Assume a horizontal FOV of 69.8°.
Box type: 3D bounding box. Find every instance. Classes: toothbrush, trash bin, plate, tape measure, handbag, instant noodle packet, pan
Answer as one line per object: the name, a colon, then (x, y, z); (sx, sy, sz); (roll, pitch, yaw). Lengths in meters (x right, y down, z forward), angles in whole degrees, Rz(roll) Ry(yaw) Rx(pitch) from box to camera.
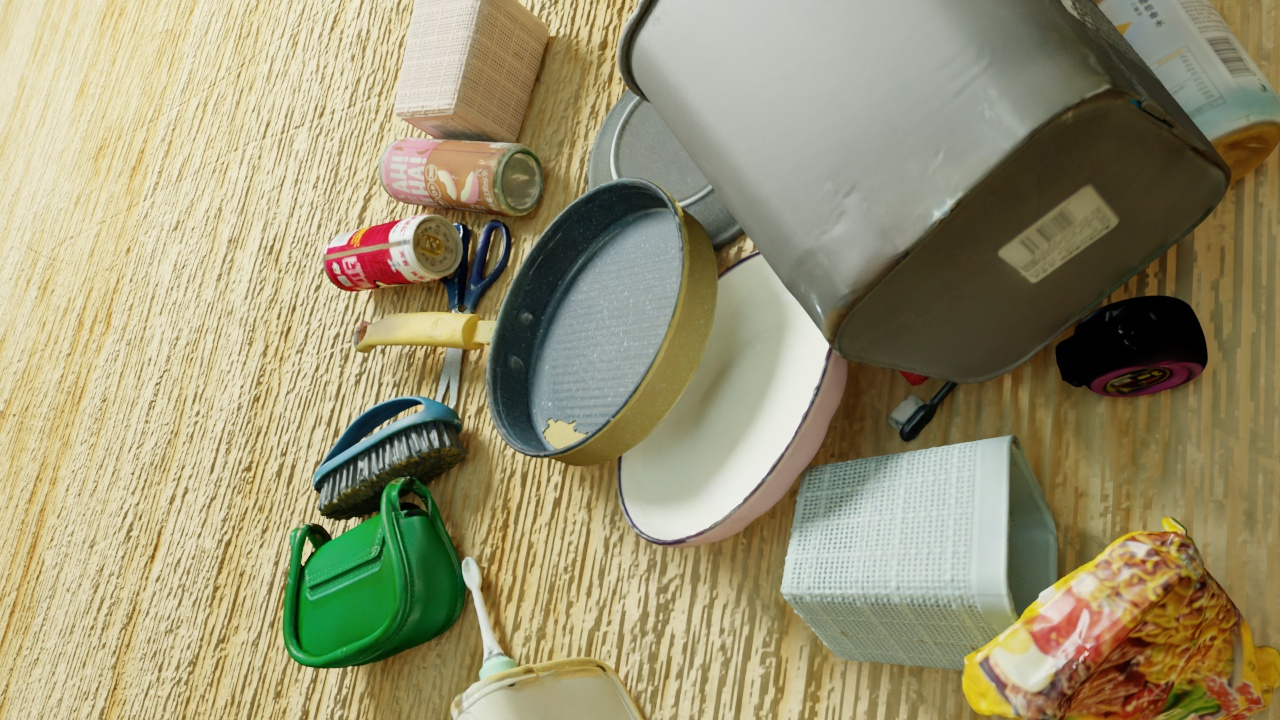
toothbrush: (0.204, -0.026, 0.510); (0.181, 0.015, 0.018); (-49, 46, 11)
trash bin: (0.134, -0.125, 0.451); (0.199, 0.198, 0.219); (-49, 48, 33)
plate: (0.029, -0.157, 0.665); (0.180, 0.024, 0.179); (-12, 68, 30)
tape measure: (0.244, -0.008, 0.451); (0.057, 0.057, 0.039); (125, 147, -61)
handbag: (-0.050, 0.247, 0.485); (0.063, 0.178, 0.163); (-47, 56, 18)
handbag: (-0.202, 0.160, 0.677); (0.132, 0.068, 0.120); (-29, 67, 24)
plate: (0.057, 0.024, 0.541); (0.193, 0.039, 0.192); (-44, 29, 32)
toothbrush: (-0.087, 0.233, 0.607); (0.026, 0.027, 0.224); (-15, 60, -13)
instant noodle packet: (0.208, 0.134, 0.388); (0.111, 0.128, 0.044); (-42, 32, 11)
pan: (-0.096, -0.024, 0.662); (0.358, 0.078, 0.197); (-8, 63, 48)

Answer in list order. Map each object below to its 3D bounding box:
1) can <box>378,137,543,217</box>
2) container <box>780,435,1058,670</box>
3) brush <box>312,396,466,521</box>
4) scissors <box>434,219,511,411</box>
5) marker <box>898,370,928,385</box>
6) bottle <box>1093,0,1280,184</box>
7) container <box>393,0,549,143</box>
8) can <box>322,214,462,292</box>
can: (-0.150, -0.153, 0.761); (0.147, 0.058, 0.058); (13, 81, 36)
container: (0.138, 0.099, 0.455); (0.112, 0.090, 0.090); (-10, 46, 33)
brush: (-0.200, 0.070, 0.719); (0.144, 0.055, 0.073); (-29, 62, 23)
scissors: (-0.155, -0.038, 0.754); (0.133, 0.012, 0.172); (36, 96, 35)
marker: (0.124, -0.038, 0.566); (0.017, 0.017, 0.145); (-47, 55, 11)
bottle: (0.263, -0.176, 0.489); (0.068, 0.068, 0.189); (-27, 61, 23)
container: (-0.143, -0.243, 0.770); (0.090, 0.090, 0.111); (7, 81, 35)
can: (-0.209, -0.089, 0.769); (0.133, 0.053, 0.053); (-2, 72, 42)
